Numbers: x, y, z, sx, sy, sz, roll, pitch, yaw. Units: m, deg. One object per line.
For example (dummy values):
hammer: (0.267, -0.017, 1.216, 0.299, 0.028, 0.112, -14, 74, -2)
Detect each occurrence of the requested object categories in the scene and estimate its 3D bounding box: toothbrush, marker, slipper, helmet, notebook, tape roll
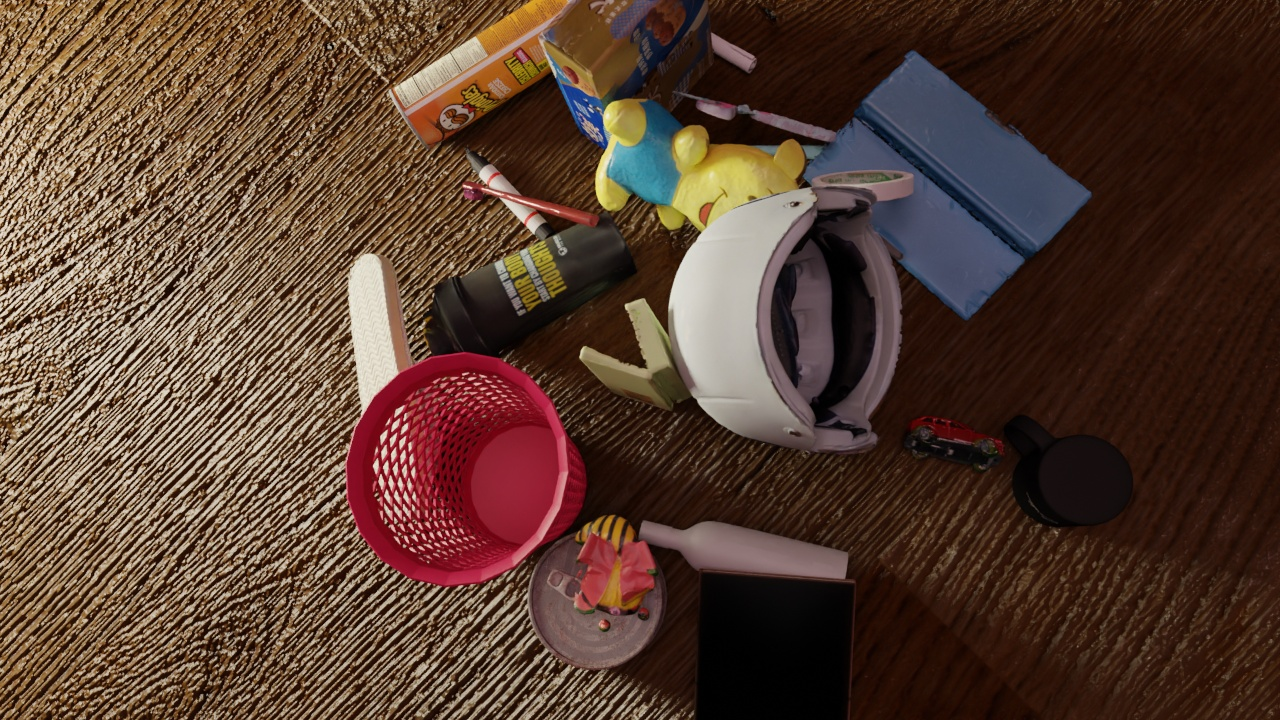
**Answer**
toothbrush: (-0.119, -0.162, 0.957, 0.190, 0.016, 0.016, 20, 121, 34)
marker: (0.069, -0.353, 0.999, 0.133, 0.020, 0.017, 35, 64, 13)
slipper: (-0.247, 0.026, 0.928, 0.053, 0.115, 0.272, -9, 89, -37)
helmet: (0.127, -0.035, 0.834, 0.164, 0.263, 0.236, 2, 96, 38)
notebook: (0.121, 0.299, 0.844, 0.141, 0.008, 0.209, 2, 95, 9)
marker: (-0.145, -0.183, 0.998, 0.019, 0.019, 0.145, -43, 76, -1)
toothbrush: (0.128, -0.223, 0.968, 0.181, 0.016, 0.016, 5, 77, 8)
tape roll: (0.212, -0.167, 0.879, 0.094, 0.093, 0.018, -3, 109, 8)

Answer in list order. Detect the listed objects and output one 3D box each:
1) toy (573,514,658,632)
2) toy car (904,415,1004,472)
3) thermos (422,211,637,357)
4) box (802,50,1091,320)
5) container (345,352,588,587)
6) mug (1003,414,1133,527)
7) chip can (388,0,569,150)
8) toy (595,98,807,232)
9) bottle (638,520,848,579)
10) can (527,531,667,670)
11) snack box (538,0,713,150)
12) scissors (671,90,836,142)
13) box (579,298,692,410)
toy: (-0.025, 0.194, 0.850, 0.084, 0.046, 0.103, -21, 72, 18)
toy car: (0.298, 0.079, 0.871, 0.091, 0.042, 0.036, 16, 63, 16)
thermos: (-0.116, -0.072, 0.939, 0.221, 0.098, 0.098, -28, 76, -2)
box: (0.302, -0.178, 0.915, 0.231, 0.047, 0.177, 43, 89, 10)
container: (-0.131, 0.105, 0.834, 0.183, 0.226, 0.183, -2, 79, 8)
mug: (0.376, 0.097, 0.832, 0.078, 0.088, 0.113, -40, 76, -1)
chip can: (-0.161, -0.318, 0.998, 0.215, 0.075, 0.075, -32, 76, 1)
toy: (0.062, -0.179, 0.903, 0.214, 0.149, 0.083, 20, 59, 0)
bottle: (0.095, 0.185, 0.875, 0.195, 0.052, 0.052, 12, 81, 10)
can: (-0.041, 0.230, 0.891, 0.130, 0.044, 0.130, -2, 79, 8)
snack box: (-0.006, -0.306, 0.907, 0.069, 0.203, 0.155, 40, 87, 13)
scissors: (0.110, -0.242, 0.905, 0.172, 0.170, 0.013, 17, 108, 7)
box: (0.009, 0.006, 0.855, 0.090, 0.188, 0.077, -41, 76, -2)
